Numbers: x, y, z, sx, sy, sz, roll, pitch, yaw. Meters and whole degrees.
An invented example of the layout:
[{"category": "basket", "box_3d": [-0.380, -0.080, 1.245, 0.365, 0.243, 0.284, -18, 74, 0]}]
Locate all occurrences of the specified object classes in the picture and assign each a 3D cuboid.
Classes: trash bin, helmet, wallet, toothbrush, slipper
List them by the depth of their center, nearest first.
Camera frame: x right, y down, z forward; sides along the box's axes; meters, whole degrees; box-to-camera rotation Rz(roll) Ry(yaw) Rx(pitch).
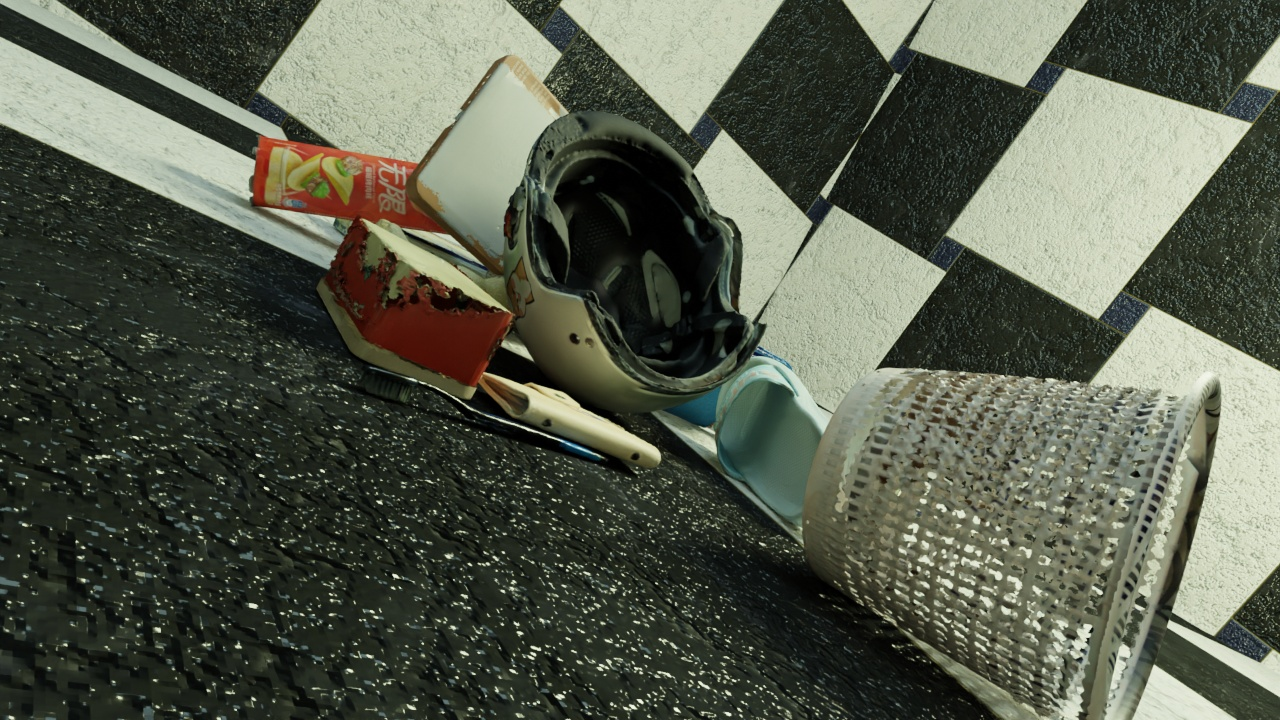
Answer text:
[{"category": "toothbrush", "box_3d": [-0.084, 0.037, 0.540, 0.014, 0.016, 0.189, 21, -5, 46]}, {"category": "trash bin", "box_3d": [0.216, 0.096, 0.560, 0.192, 0.227, 0.227, 17, -3, 37]}, {"category": "wallet", "box_3d": [-0.051, 0.038, 0.623, 0.115, 0.024, 0.087, 24, -1, -37]}, {"category": "slipper", "box_3d": [0.109, 0.066, 0.810, 0.074, 0.104, 0.245, 24, 12, -19]}, {"category": "helmet", "box_3d": [-0.027, -0.067, 0.814, 0.229, 0.157, 0.273, 2, 58, -38]}, {"category": "wallet", "box_3d": [0.079, 0.021, 0.971, 0.106, 0.133, 0.040, 26, 46, -34]}]

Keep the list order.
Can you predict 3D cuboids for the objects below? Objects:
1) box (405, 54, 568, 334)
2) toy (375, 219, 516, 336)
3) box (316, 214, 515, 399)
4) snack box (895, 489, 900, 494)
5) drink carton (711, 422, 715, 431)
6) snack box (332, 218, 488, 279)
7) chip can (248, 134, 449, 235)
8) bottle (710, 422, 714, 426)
[{"category": "box", "box_3d": [-0.102, -0.145, 0.920, 0.126, 0.178, 0.274, 18, -25, 30]}, {"category": "toy", "box_3d": [-0.175, -0.072, 0.827, 0.157, 0.066, 0.105, 34, -16, -30]}, {"category": "box", "box_3d": [-0.154, -0.048, 0.618, 0.091, 0.079, 0.168, 26, 5, -32]}, {"category": "snack box", "box_3d": [0.224, 0.115, 1.111, 0.114, 0.063, 0.240, 27, 5, -5]}, {"category": "drink carton", "box_3d": [0.133, 0.088, 0.993, 0.053, 0.045, 0.122, 26, 6, -30]}, {"category": "snack box", "box_3d": [-0.236, -0.116, 1.052, 0.177, 0.046, 0.182, 23, 7, -42]}, {"category": "chip can", "box_3d": [-0.273, -0.171, 0.918, 0.216, 0.073, 0.073, 6, 12, -17]}, {"category": "bottle", "box_3d": [0.105, 0.058, 1.091, 0.149, 0.067, 0.067, 35, 4, -13]}]
